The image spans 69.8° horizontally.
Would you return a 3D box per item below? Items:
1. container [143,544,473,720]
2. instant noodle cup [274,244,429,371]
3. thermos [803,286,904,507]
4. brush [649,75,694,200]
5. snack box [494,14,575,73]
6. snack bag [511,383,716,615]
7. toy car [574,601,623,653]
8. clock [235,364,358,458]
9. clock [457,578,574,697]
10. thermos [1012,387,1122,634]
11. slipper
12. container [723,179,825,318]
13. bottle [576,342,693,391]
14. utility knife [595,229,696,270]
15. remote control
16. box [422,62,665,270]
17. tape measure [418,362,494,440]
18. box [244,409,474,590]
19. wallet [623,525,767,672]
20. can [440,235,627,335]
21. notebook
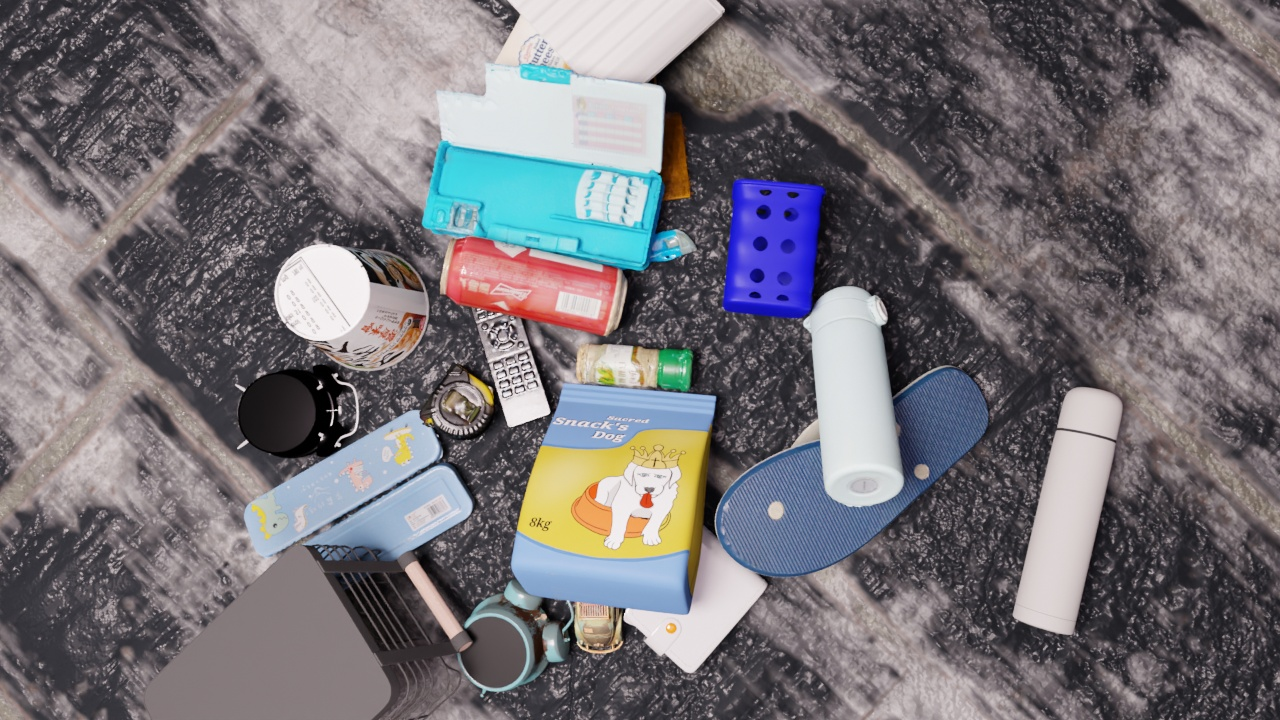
[{"bbox_3d":[-0.291,0.288,0.813,0.241,0.130,0.163,-43,68,6],"label":"container"},{"bbox_3d":[-0.277,-0.055,0.865,0.123,0.122,0.123,0,86,3],"label":"instant noodle cup"},{"bbox_3d":[0.190,0.024,0.817,0.078,0.065,0.206,-27,42,33],"label":"thermos"},{"bbox_3d":[0.021,-0.223,0.913,0.048,0.017,0.126,-7,86,3],"label":"brush"},{"bbox_3d":[-0.054,-0.334,0.905,0.104,0.057,0.208,27,87,5],"label":"snack box"},{"bbox_3d":[-0.018,0.116,0.844,0.159,0.102,0.204,5,60,10],"label":"snack bag"},{"bbox_3d":[-0.041,0.223,0.870,0.047,0.047,0.112,-3,84,4],"label":"toy car"},{"bbox_3d":[-0.335,0.050,0.900,0.121,0.042,0.091,-3,86,3],"label":"clock"},{"bbox_3d":[-0.117,0.260,0.865,0.124,0.053,0.090,-39,83,12],"label":"clock"},{"bbox_3d":[0.397,0.136,0.849,0.052,0.052,0.224,14,87,4],"label":"thermos"},{"bbox_3d":[0.200,0.105,0.863,0.294,0.060,0.118,-31,90,-12],"label":"slipper"},{"bbox_3d":[0.123,-0.102,0.866,0.084,0.085,0.113,6,87,4],"label":"container"},{"bbox_3d":[-0.005,0.005,0.886,0.111,0.043,0.043,4,86,4],"label":"bottle"},{"bbox_3d":[-0.032,-0.097,0.909,0.175,0.015,0.031,-17,81,3],"label":"utility knife"},{"bbox_3d":[-0.130,-0.010,0.906,0.047,0.022,0.150,-18,83,2],"label":"remote control"},{"bbox_3d":[-0.090,-0.190,0.882,0.227,0.071,0.182,11,109,9],"label":"box"},{"bbox_3d":[-0.174,0.046,0.890,0.062,0.038,0.067,34,76,0],"label":"tape measure"},{"bbox_3d":[-0.277,0.146,0.896,0.209,0.034,0.127,-30,86,-1],"label":"box"},{"bbox_3d":[0.039,0.217,0.872,0.115,0.037,0.118,42,86,5],"label":"wallet"},{"bbox_3d":[-0.100,-0.071,0.870,0.170,0.067,0.067,12,86,-7],"label":"can"},{"bbox_3d":[-0.043,-0.358,0.872,0.142,0.009,0.210,-42,85,0],"label":"notebook"}]
